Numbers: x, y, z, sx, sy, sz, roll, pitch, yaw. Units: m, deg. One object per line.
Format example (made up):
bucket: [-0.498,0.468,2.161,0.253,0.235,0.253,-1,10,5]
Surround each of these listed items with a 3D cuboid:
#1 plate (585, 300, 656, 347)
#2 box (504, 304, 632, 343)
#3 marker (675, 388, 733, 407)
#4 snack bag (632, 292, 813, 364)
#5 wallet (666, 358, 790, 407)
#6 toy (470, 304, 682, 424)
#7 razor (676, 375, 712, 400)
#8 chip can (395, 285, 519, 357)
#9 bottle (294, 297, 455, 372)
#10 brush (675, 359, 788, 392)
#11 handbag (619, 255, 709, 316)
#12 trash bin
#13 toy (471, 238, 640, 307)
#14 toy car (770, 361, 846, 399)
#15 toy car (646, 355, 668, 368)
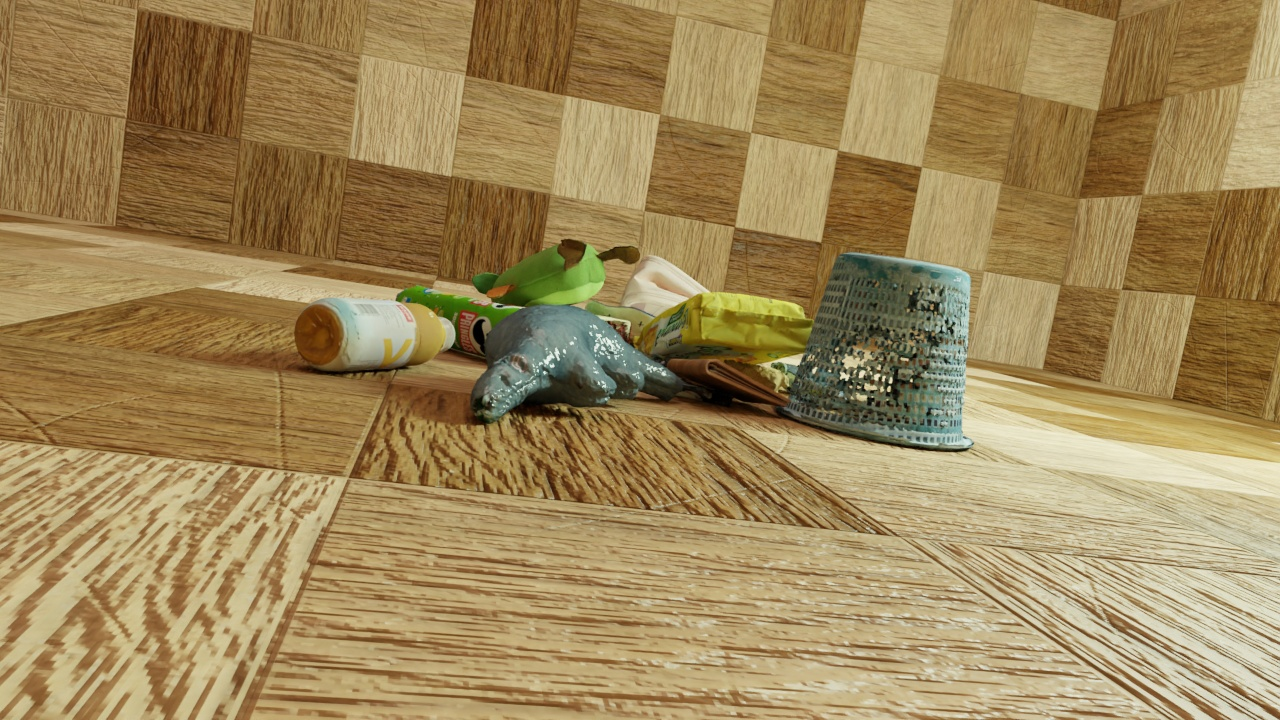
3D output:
plate: [0.010,-0.039,1.395,0.205,0.045,0.205,17,-5,1]
box: [-0.100,-0.041,1.242,0.168,0.079,0.091,5,7,-34]
marker: [0.043,0.033,1.057,0.131,0.018,0.022,12,-19,21]
snack bag: [0.102,-0.036,1.197,0.158,0.068,0.247,6,-9,-20]
wallet: [0.099,0.026,1.039,0.115,0.020,0.101,25,-9,-21]
toy: [-0.072,0.003,0.873,0.138,0.091,0.355,41,18,18]
razor: [0.021,0.015,1.044,0.143,0.022,0.043,27,-18,29]
chip can: [-0.208,-0.042,1.124,0.236,0.072,0.072,13,7,39]
bottle: [-0.250,-0.025,0.897,0.068,0.068,0.189,12,6,22]
brush: [0.064,0.016,1.188,0.255,0.046,0.083,6,9,10]
handbag: [0.078,-0.061,1.517,0.234,0.093,0.194,24,-23,1]
trash bin: [0.282,-0.018,1.052,0.226,0.195,0.226,9,5,-1]
toy: [-0.125,-0.114,1.297,0.247,0.090,0.226,-19,-5,42]
toy car: [0.230,0.034,1.266,0.054,0.037,0.121,4,17,-45]
toy car: [-0.007,0.007,1.140,0.090,0.035,0.042,12,5,24]
